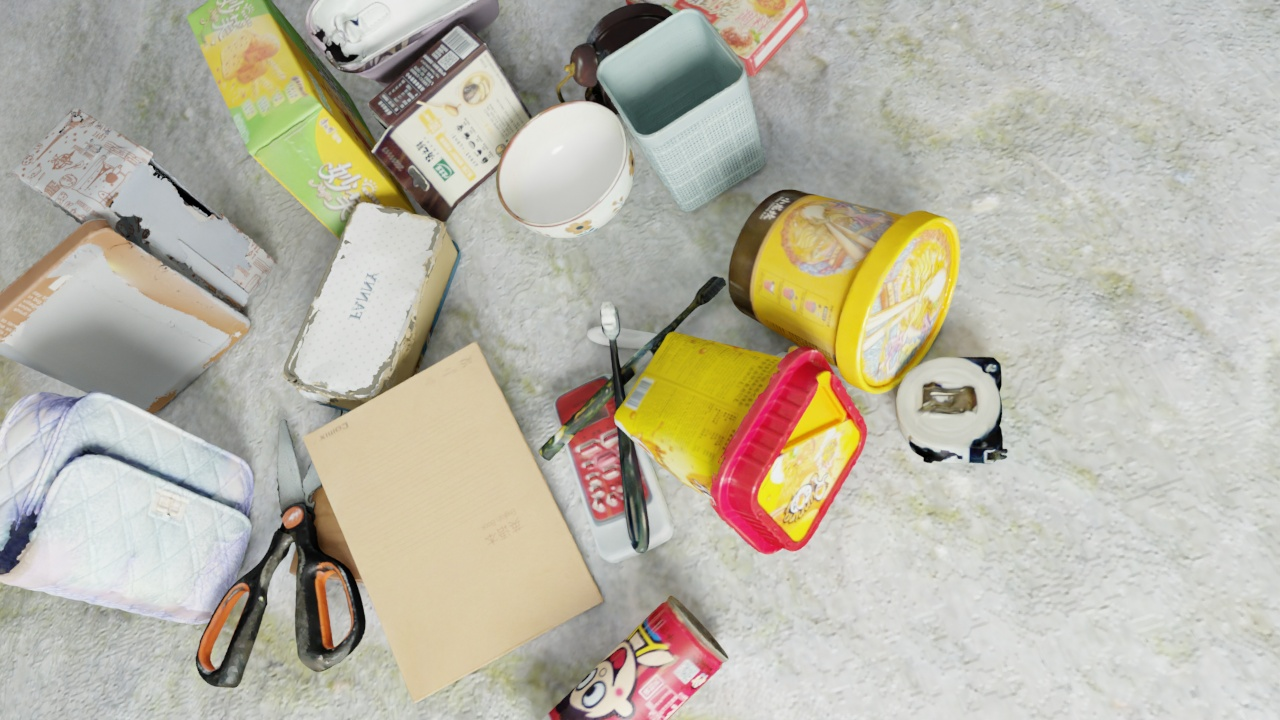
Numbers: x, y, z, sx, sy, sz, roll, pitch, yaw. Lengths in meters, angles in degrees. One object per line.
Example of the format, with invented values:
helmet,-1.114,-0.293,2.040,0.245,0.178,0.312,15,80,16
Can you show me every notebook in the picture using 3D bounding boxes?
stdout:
notebook,-0.138,0.110,0.654,0.149,0.012,0.211,-29,74,3

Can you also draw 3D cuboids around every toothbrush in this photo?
toothbrush,0.040,-0.008,0.674,0.180,0.016,0.016,9,65,26
toothbrush,-0.012,0.042,0.634,0.015,0.018,0.181,-9,72,1
toothbrush,-0.004,0.004,0.661,0.185,0.017,0.012,-45,102,-10

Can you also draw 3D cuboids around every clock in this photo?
clock,-0.013,-0.243,0.763,0.122,0.082,0.055,-20,67,8

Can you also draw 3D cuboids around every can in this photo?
can,-0.011,0.211,0.566,0.132,0.053,0.053,-43,60,-3

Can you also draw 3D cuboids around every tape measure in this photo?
tape measure,0.197,0.032,0.586,0.066,0.033,0.065,-2,64,18

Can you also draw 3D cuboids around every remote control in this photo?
remote control,-0.021,0.074,0.653,0.056,0.020,0.135,-24,60,7

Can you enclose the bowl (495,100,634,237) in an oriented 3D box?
bowl,-0.052,-0.145,0.740,0.114,0.062,0.113,-8,68,21

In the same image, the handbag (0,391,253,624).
handbag,-0.369,0.109,0.662,0.076,0.194,0.134,1,67,19

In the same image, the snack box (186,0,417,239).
snack box,-0.295,-0.213,0.806,0.070,0.158,0.210,-34,59,0

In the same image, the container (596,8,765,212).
container,0.037,-0.184,0.699,0.090,0.111,0.090,-31,59,4

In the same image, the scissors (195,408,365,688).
scissors,-0.271,0.142,0.692,0.210,0.022,0.222,-42,54,-7

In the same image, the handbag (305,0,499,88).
handbag,-0.204,-0.308,0.799,0.145,0.098,0.197,-39,15,6

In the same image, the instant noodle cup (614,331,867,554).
instant noodle cup,0.061,0.045,0.591,0.124,0.116,0.116,23,75,39

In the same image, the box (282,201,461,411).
box,-0.213,-0.047,0.746,0.090,0.060,0.184,15,68,9

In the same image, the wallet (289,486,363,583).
wallet,-0.210,0.120,0.702,0.115,0.020,0.101,-1,64,22

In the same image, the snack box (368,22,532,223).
snack box,-0.160,-0.196,0.774,0.125,0.113,0.053,-41,59,-2

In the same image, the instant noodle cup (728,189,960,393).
instant noodle cup,0.130,-0.053,0.607,0.114,0.118,0.118,28,78,37

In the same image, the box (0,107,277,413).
box,-0.448,-0.069,0.785,0.157,0.183,0.193,29,76,29

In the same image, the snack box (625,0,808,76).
snack box,0.063,-0.307,0.797,0.153,0.025,0.075,38,83,30
